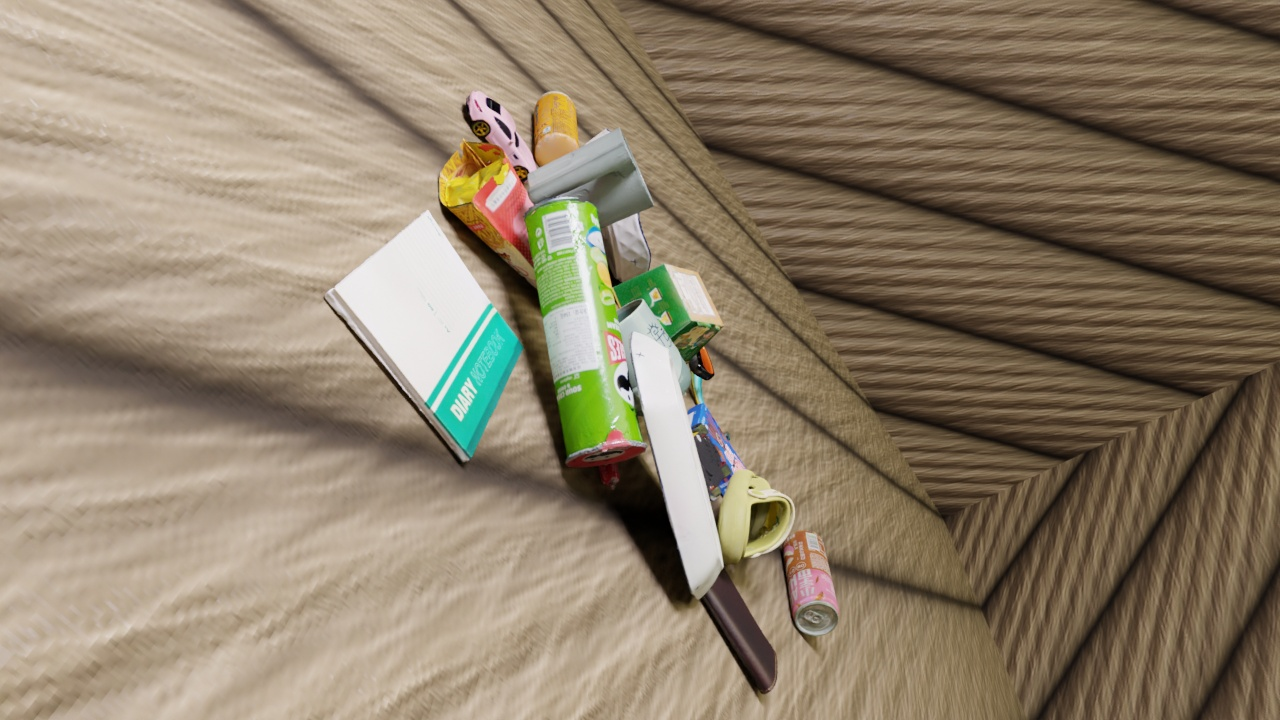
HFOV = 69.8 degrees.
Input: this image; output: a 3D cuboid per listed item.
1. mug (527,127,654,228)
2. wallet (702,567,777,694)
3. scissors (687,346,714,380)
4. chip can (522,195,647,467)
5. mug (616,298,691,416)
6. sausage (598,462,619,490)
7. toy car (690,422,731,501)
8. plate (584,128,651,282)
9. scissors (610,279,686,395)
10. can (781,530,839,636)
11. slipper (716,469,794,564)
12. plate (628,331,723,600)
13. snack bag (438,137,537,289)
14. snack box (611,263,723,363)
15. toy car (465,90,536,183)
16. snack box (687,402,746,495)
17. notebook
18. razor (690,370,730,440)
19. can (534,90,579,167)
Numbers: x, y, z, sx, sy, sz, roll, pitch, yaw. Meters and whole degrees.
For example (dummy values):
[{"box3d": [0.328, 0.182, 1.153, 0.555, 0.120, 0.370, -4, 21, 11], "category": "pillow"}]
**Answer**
[{"box3d": [-0.052, -0.171, 0.891, 0.124, 0.103, 0.083, -4, 71, -83], "category": "mug"}, {"box3d": [0.103, 0.272, 0.950, 0.122, 0.020, 0.096, 59, 11, 0], "category": "wallet"}, {"box3d": [0.057, -0.053, 1.287, 0.220, 0.022, 0.223, 21, 39, -61], "category": "scissors"}, {"box3d": [-0.052, -0.027, 0.819, 0.072, 0.072, 0.235, 22, 53, -64], "category": "chip can"}, {"box3d": [-0.006, 0.006, 0.977, 0.106, 0.082, 0.111, 57, 29, -13], "category": "mug"}, {"box3d": [-0.038, 0.064, 0.886, 0.020, 0.020, 0.155, 46, 21, -39], "category": "sausage"}, {"box3d": [0.066, 0.120, 1.055, 0.071, 0.041, 0.155, 59, 14, -2], "category": "toy car"}, {"box3d": [-0.033, -0.191, 1.172, 0.205, 0.045, 0.205, 162, -88, -86], "category": "plate"}, {"box3d": [0.006, -0.035, 1.178, 0.172, 0.014, 0.159, 49, 17, -26], "category": "scissors"}, {"box3d": [0.220, 0.287, 1.196, 0.058, 0.058, 0.147, 53, 18, -21], "category": "can"}, {"box3d": [0.128, 0.179, 1.016, 0.190, 0.082, 0.091, -12, 112, -77], "category": "slipper"}, {"box3d": [0.038, 0.098, 0.876, 0.162, 0.034, 0.266, -87, 162, -74], "category": "plate"}, {"box3d": [-0.113, -0.125, 0.921, 0.208, 0.073, 0.128, 48, 17, -49], "category": "snack bag"}, {"box3d": [0.026, -0.053, 1.085, 0.118, 0.106, 0.117, 5, 55, -57], "category": "snack box"}, {"box3d": [-0.157, -0.259, 1.059, 0.122, 0.037, 0.056, 48, 22, -38], "category": "toy car"}, {"box3d": [0.109, 0.136, 1.180, 0.157, 0.026, 0.084, 57, 16, -10], "category": "snack box"}, {"box3d": [-0.155, -0.028, 0.714, 0.150, 0.012, 0.208, 55, 17, -17], "category": "notebook"}, {"box3d": [0.090, 0.053, 1.260, 0.043, 0.028, 0.132, 54, 16, -71], "category": "razor"}, {"box3d": [-0.113, -0.307, 1.227, 0.058, 0.058, 0.145, 48, 20, -34], "category": "can"}]
